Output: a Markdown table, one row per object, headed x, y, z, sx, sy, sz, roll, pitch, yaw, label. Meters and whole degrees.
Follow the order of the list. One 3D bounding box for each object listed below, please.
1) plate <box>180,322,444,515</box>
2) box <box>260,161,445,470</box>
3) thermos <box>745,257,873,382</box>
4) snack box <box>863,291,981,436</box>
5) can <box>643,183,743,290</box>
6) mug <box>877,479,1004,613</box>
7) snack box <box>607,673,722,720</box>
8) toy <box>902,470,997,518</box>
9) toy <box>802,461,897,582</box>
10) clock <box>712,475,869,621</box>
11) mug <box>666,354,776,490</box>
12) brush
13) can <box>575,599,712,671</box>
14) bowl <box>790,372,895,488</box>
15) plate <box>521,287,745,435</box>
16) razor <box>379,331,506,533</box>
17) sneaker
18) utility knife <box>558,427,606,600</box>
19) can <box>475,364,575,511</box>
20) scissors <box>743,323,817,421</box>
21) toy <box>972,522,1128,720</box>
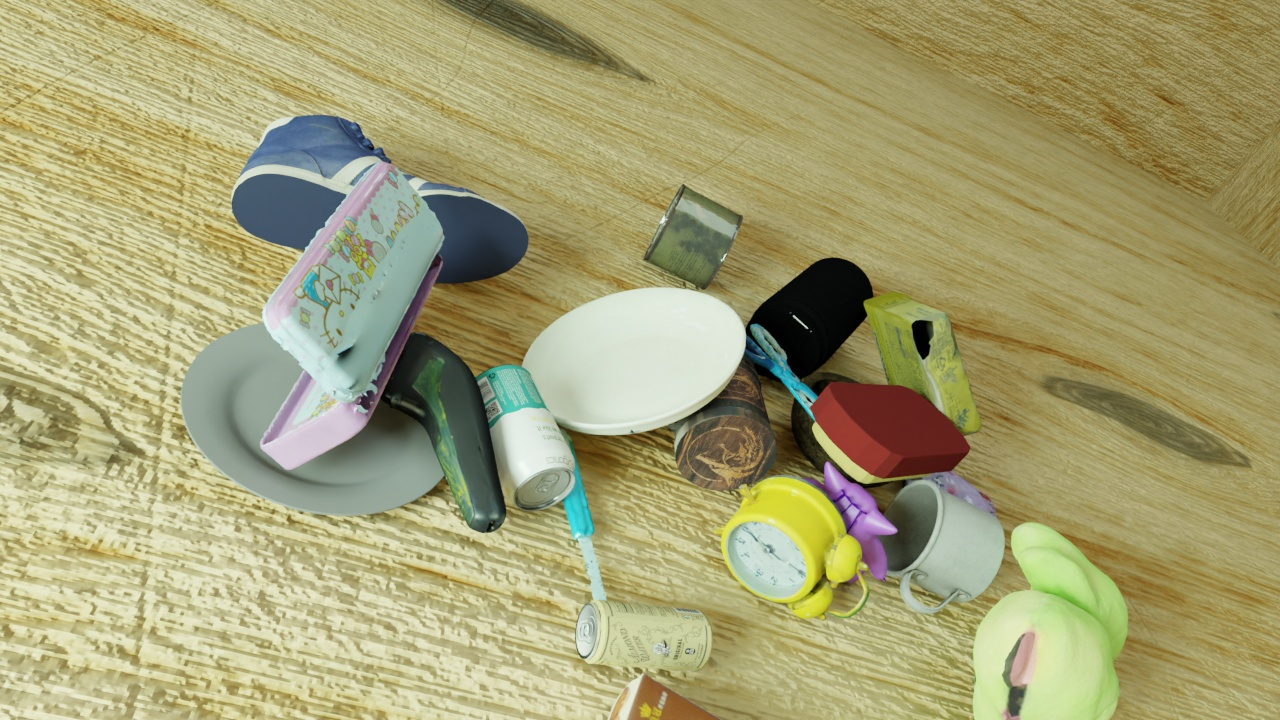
| x | y | z | sx | sy | sz | roll | pitch | yaw | label |
| --- | --- | --- | --- | --- | --- | --- | --- | --- | --- |
| -0.211 | 0.037 | 0.616 | 0.178 | 0.012 | 0.178 | 20 | 34 | -15 | plate |
| -0.199 | -0.039 | 0.599 | 0.091 | 0.090 | 0.213 | 52 | 24 | -27 | box |
| 0.171 | -0.040 | 0.946 | 0.086 | 0.086 | 0.198 | 38 | 34 | 12 | thermos |
| 0.273 | 0.000 | 0.891 | 0.180 | 0.045 | 0.121 | -92 | 163 | -81 | snack box |
| 0.057 | -0.130 | 0.973 | 0.074 | 0.090 | 0.089 | 27 | 33 | -5 | can |
| 0.242 | 0.160 | 0.745 | 0.070 | 0.085 | 0.113 | 26 | 48 | -11 | mug |
| 0.035 | 0.262 | 0.479 | 0.147 | 0.041 | 0.142 | 30 | 34 | -1 | snack box |
| 0.291 | 0.129 | 0.860 | 0.099 | 0.037 | 0.080 | 33 | 32 | 2 | toy |
| 0.152 | 0.128 | 0.708 | 0.055 | 0.088 | 0.106 | -21 | 58 | -42 | toy |
| 0.114 | 0.139 | 0.668 | 0.119 | 0.083 | 0.057 | 37 | 39 | 15 | clock |
| 0.048 | 0.039 | 0.758 | 0.115 | 0.080 | 0.107 | 11 | 35 | -10 | mug |
| 0.201 | 0.062 | 0.749 | 0.173 | 0.042 | 0.082 | 4 | 39 | -48 | brush |
| 0.002 | 0.173 | 0.575 | 0.079 | 0.038 | 0.038 | 13 | 37 | -25 | can |
| 0.185 | 0.073 | 0.834 | 0.121 | 0.056 | 0.121 | 20 | 34 | -15 | bowl |
| -0.004 | 0.004 | 0.737 | 0.182 | 0.034 | 0.182 | -10 | 35 | 7 | plate |
| -0.131 | 0.049 | 0.610 | 0.067 | 0.054 | 0.151 | -10 | 56 | -27 | razor |
| -0.218 | -0.142 | 0.786 | 0.232 | 0.092 | 0.118 | 5 | 37 | -20 | sneaker |
| -0.045 | 0.108 | 0.644 | 0.022 | 0.015 | 0.166 | 12 | 36 | -26 | utility knife |
| -0.086 | 0.053 | 0.651 | 0.054 | 0.055 | 0.101 | 1 | 43 | -37 | can |
| 0.119 | 0.011 | 0.782 | 0.118 | 0.013 | 0.140 | 18 | 33 | -49 | scissors |
| 0.299 | 0.211 | 0.668 | 0.107 | 0.150 | 0.196 | 7 | 27 | 20 | toy |
